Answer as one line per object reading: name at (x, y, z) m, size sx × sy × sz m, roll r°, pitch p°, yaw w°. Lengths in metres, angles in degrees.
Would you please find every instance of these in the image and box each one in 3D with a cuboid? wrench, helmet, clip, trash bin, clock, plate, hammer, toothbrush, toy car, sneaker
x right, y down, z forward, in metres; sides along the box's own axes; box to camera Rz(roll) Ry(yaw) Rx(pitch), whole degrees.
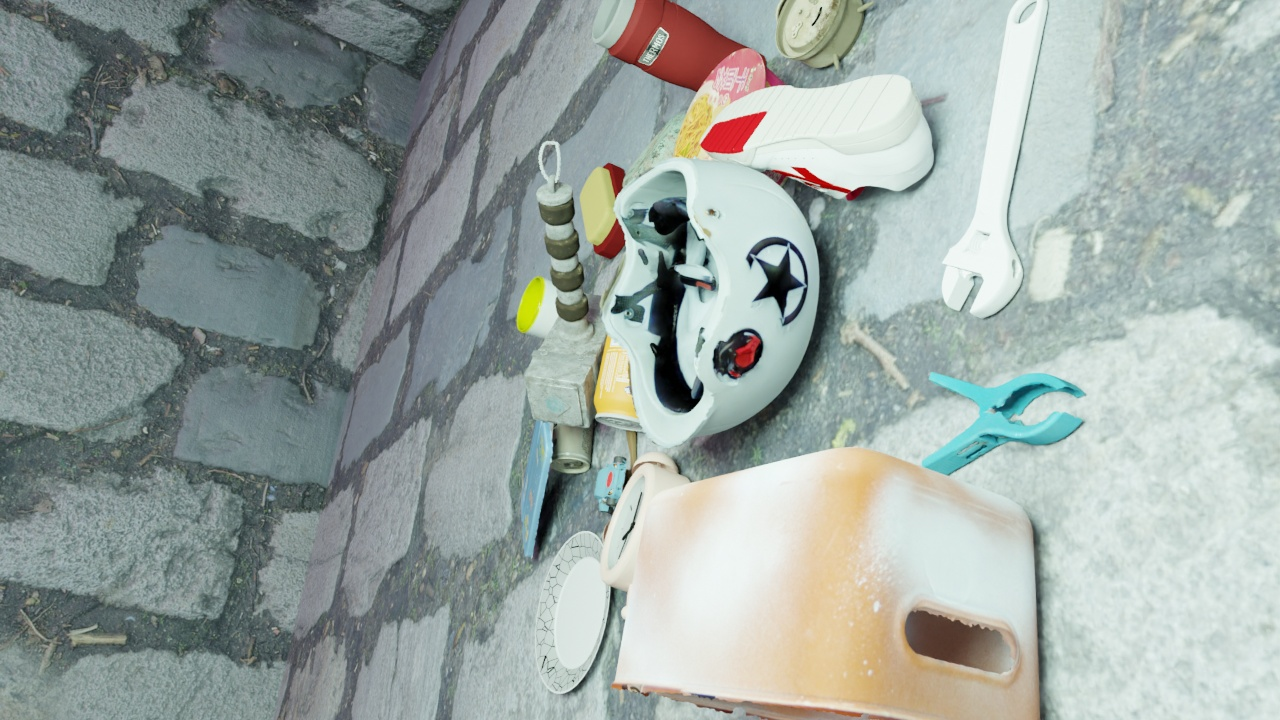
wrench at (0.279, -0.162, 0.706) m, size 0.066 × 0.018 × 0.273 m, roll -7°, pitch 67°, yaw 61°
helmet at (0.076, -0.053, 0.861) m, size 0.237 × 0.163 × 0.264 m, roll -159°, pitch 69°, yaw -67°
clip at (0.248, 0.028, 0.635) m, size 0.121 × 0.027 × 0.103 m, roll -15°, pitch 63°, yaw 60°
trash bin at (0.119, 0.164, 0.623) m, size 0.260 × 0.181 × 0.157 m, roll -25°, pitch 50°, yaw 57°
clock at (0.185, -0.362, 0.978) m, size 0.093 × 0.054 × 0.141 m, roll -63°, pitch 34°, yaw 18°
plate at (-0.077, 0.300, 1.097) m, size 0.189 × 0.016 × 0.188 m, roll -42°, pitch 38°, yaw 45°
hammer at (-0.084, -0.091, 1.061) m, size 0.176 × 0.079 × 0.327 m, roll -66°, pitch -22°, yaw -46°
clock at (0.015, 0.177, 0.949) m, size 0.131 × 0.086 × 0.160 m, roll -66°, pitch 17°, yaw 11°
toothbrush at (-0.012, 0.088, 1.112) m, size 0.016 × 0.016 × 0.166 m, roll -47°, pitch 34°, yaw 43°
toy car at (-0.038, 0.144, 1.067) m, size 0.108 × 0.027 × 0.060 m, roll 116°, pitch 165°, yaw -73°
sneaker at (0.160, -0.189, 0.843) m, size 0.237 × 0.104 × 0.090 m, roll 8°, pitch 57°, yaw 49°

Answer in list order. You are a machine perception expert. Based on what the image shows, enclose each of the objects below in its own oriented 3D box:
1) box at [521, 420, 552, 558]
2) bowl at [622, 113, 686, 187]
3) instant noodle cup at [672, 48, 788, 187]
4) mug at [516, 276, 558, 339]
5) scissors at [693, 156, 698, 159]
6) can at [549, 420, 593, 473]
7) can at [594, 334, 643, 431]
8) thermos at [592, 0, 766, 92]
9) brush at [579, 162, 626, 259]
box at (-0.140, 0.155, 1.232) m, size 0.125 × 0.021 × 0.209 m, roll -95°, pitch 16°, yaw -54°
bowl at (0.027, -0.258, 1.169) m, size 0.158 × 0.038 × 0.157 m, roll -48°, pitch 14°, yaw 15°
instant noodle cup at (0.113, -0.244, 1.015) m, size 0.179 × 0.077 × 0.178 m, roll -43°, pitch 38°, yaw 47°
mug at (-0.111, -0.064, 1.299) m, size 0.083 × 0.106 × 0.082 m, roll -41°, pitch 39°, yaw 45°
scissors at (0.081, -0.126, 0.980) m, size 0.170 × 0.013 × 0.174 m, roll 32°, pitch 136°, yaw 22°
can at (-0.089, 0.079, 1.223) m, size 0.054 × 0.054 × 0.135 m, roll -36°, pitch 42°, yaw 50°
can at (-0.006, 0.006, 1.081) m, size 0.079 × 0.079 × 0.142 m, roll -15°, pitch 61°, yaw 60°
thermos at (0.046, -0.377, 1.092) m, size 0.084 × 0.198 × 0.108 m, roll -51°, pitch 32°, yaw 35°
brush at (-0.054, -0.228, 1.369) m, size 0.082 × 0.041 × 0.173 m, roll -54°, pitch 31°, yaw 32°
